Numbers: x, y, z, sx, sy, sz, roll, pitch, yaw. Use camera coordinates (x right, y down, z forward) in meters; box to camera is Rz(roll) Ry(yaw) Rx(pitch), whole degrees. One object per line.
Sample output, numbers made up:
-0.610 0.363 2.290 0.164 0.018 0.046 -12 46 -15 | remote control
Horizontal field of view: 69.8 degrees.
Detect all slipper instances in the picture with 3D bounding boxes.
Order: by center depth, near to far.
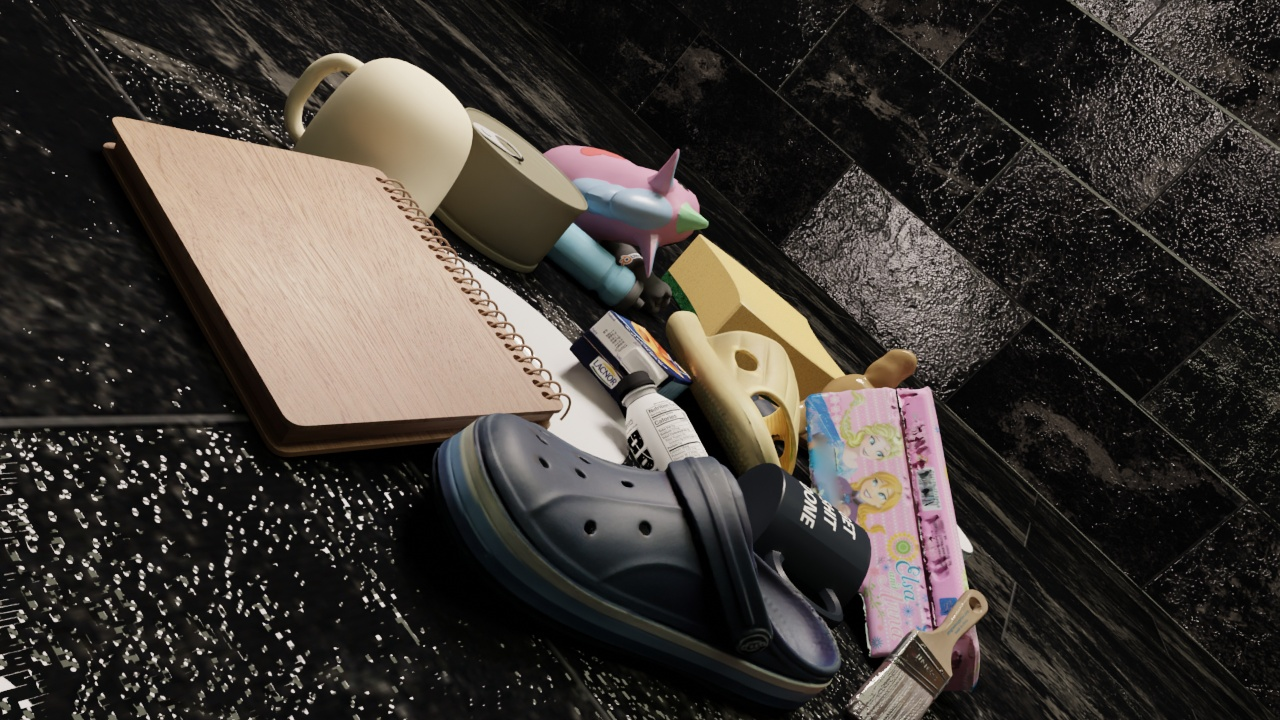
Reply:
0.016 0.086 0.441 0.252 0.095 0.105 37 18 -31 | slipper
0.087 0.026 0.752 0.261 0.079 0.111 -118 -173 -62 | slipper

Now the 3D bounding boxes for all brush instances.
0.179 0.187 0.576 0.150 0.012 0.039 -29 78 -41 | brush
0.137 -0.030 1.084 0.195 0.075 0.250 35 17 -23 | brush

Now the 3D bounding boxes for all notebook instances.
-0.148 -0.040 0.464 0.168 0.022 0.210 -1 44 -52 | notebook

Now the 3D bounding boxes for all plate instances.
-0.091 -0.004 0.567 0.208 0.015 0.208 38 16 -13 | plate

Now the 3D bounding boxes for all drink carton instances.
-0.004 0.004 0.665 0.064 0.040 0.130 47 6 10 | drink carton

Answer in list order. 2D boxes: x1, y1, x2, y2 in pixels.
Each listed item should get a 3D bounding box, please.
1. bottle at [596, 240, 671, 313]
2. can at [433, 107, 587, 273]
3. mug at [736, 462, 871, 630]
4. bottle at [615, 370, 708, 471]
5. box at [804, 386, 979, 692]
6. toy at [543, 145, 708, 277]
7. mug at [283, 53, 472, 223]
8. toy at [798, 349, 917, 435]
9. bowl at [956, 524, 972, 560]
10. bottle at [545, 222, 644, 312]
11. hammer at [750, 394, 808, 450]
-0.010 -0.096 0.979 0.110 0.036 0.036 49 17 26 | bottle
-0.117 -0.142 0.773 0.128 0.073 0.127 38 16 -13 | can
0.094 0.123 0.569 0.077 0.071 0.105 37 19 -18 | mug
0.019 0.059 0.567 0.041 0.041 0.116 12 46 -61 | bottle
0.190 0.133 0.714 0.086 0.106 0.229 67 21 -49 | box
-0.040 -0.165 0.923 0.222 0.120 0.171 14 11 2 | toy
-0.175 -0.154 0.612 0.120 0.100 0.096 39 16 -8 | mug
0.198 0.059 0.850 0.105 0.134 0.108 60 -5 23 | toy
0.249 0.158 0.865 0.113 0.063 0.113 38 15 -13 | bowl
-0.049 -0.091 0.866 0.130 0.040 0.040 39 16 -11 | bottle
0.179 0.082 0.963 0.321 0.040 0.129 29 16 -42 | hammer
